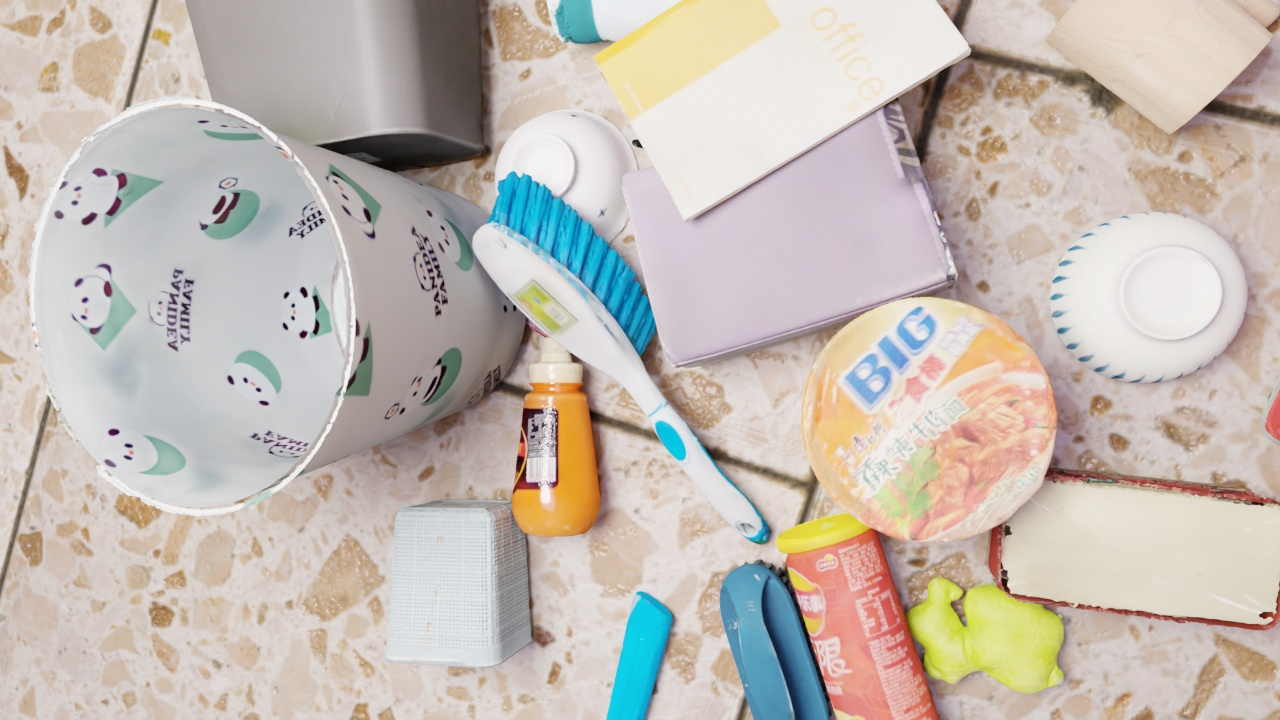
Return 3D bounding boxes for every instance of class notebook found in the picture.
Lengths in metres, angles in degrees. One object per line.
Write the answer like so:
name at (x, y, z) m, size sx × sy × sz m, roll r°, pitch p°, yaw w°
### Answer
notebook at (0.086, -0.201, 0.605) m, size 0.206 × 0.010 × 0.145 m, roll -30°, pitch 72°, yaw 8°

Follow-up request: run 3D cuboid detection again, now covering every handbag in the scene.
handbag at (0.099, -0.087, 0.636) m, size 0.197 × 0.098 × 0.145 m, roll -17°, pitch 88°, yaw 16°

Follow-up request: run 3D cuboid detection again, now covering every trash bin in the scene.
trash bin at (-0.213, -0.038, 0.618) m, size 0.230 × 0.251 × 0.229 m, roll 2°, pitch 96°, yaw 19°
trash bin at (-0.219, -0.255, 0.672) m, size 0.199 × 0.198 × 0.220 m, roll -5°, pitch 95°, yaw 14°

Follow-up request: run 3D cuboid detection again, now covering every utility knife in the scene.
utility knife at (-0.011, 0.270, 0.703) m, size 0.034 × 0.018 × 0.185 m, roll 16°, pitch 94°, yaw 24°

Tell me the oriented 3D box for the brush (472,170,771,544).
brush at (-0.004, 0.004, 0.669) m, size 0.061 × 0.109 × 0.314 m, roll -33°, pitch 114°, yaw 33°

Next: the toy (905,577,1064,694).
toy at (0.242, 0.191, 0.640) m, size 0.100 × 0.031 × 0.096 m, roll -27°, pitch 82°, yaw 12°

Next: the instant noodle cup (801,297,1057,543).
instant noodle cup at (0.186, 0.037, 0.612) m, size 0.151 × 0.111 × 0.151 m, roll 0°, pitch 90°, yaw 12°

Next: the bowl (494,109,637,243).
bowl at (-0.066, -0.139, 0.694) m, size 0.118 × 0.064 × 0.118 m, roll 0°, pitch 89°, yaw 13°

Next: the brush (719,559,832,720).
brush at (0.094, 0.216, 0.651) m, size 0.055 × 0.073 × 0.144 m, roll -19°, pitch 86°, yaw 16°

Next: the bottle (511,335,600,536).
bottle at (-0.064, 0.055, 0.692) m, size 0.067 × 0.066 × 0.149 m, roll -1°, pitch 88°, yaw 12°

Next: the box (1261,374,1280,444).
box at (0.481, -0.027, 0.587) m, size 0.087 × 0.047 × 0.201 m, roll 24°, pitch 95°, yaw 11°

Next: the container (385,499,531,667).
container at (-0.135, 0.164, 0.697) m, size 0.090 × 0.090 × 0.111 m, roll 0°, pitch 87°, yaw 12°

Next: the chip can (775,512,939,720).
chip can at (0.162, 0.216, 0.637) m, size 0.073 × 0.073 × 0.216 m, roll -19°, pitch 85°, yaw 12°

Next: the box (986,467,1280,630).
box at (0.321, 0.118, 0.599) m, size 0.168 × 0.077 × 0.091 m, roll 5°, pitch 91°, yaw 12°

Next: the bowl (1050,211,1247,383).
bowl at (0.337, -0.043, 0.601) m, size 0.116 × 0.066 × 0.116 m, roll 0°, pitch 90°, yaw 13°

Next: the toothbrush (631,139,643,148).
toothbrush at (0.084, -0.154, 0.685) m, size 0.190 × 0.014 × 0.016 m, roll 11°, pitch 130°, yaw 14°

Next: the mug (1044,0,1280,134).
mug at (0.347, -0.224, 0.601) m, size 0.103 × 0.084 × 0.124 m, roll 43°, pitch 72°, yaw 8°

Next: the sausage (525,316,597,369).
sausage at (-0.077, -0.031, 0.718) m, size 0.156 × 0.020 × 0.020 m, roll 33°, pitch 96°, yaw 11°

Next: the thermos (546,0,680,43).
thermos at (0.040, -0.272, 0.671) m, size 0.224 × 0.073 × 0.073 m, roll 0°, pitch 90°, yaw 13°
